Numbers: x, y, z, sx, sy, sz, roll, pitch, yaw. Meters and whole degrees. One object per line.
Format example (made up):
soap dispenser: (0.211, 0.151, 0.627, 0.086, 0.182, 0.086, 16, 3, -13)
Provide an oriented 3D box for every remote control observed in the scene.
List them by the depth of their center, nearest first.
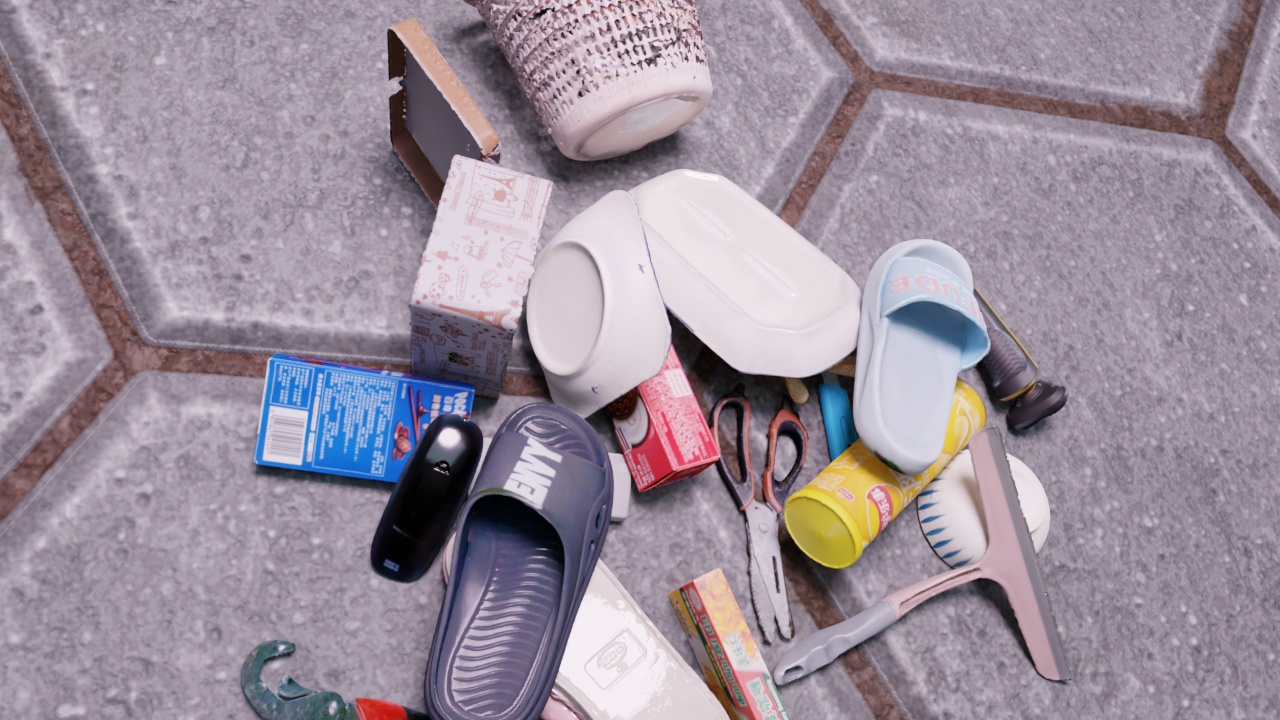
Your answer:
remote control: (-0.164, 0.107, 0.706, 0.053, 0.024, 0.136, 25, 88, -10)
remote control: (-0.075, 0.099, 0.760, 0.135, 0.019, 0.056, 7, 68, -11)

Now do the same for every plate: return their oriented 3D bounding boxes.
plate: (-0.049, -0.042, 0.745, 0.034, 0.165, 0.163, 1, 66, -40)
plate: (0.085, -0.092, 0.823, 0.161, 0.034, 0.265, -30, 61, -27)

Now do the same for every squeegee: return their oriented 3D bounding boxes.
squeegee: (0.218, 0.209, 0.770, 0.249, 0.040, 0.248, -23, 103, -9)

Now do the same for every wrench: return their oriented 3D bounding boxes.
wrench: (-0.161, 0.270, 0.674, 0.273, 0.016, 0.056, 20, 66, -5)

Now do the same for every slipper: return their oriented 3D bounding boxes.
slipper: (-0.082, 0.137, 0.665, 0.110, 0.083, 0.267, 13, 56, -1)
slipper: (-0.042, 0.222, 0.699, 0.274, 0.055, 0.114, 40, 61, 14)
slipper: (0.238, -0.017, 0.766, 0.104, 0.074, 0.244, 34, 53, -14)

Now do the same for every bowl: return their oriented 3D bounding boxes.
bowl: (0.315, 0.130, 0.818, 0.116, 0.066, 0.116, 5, 68, -12)

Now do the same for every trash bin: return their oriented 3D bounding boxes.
trash bin: (-0.035, -0.299, 0.836, 0.227, 0.228, 0.192, -20, 87, -20)

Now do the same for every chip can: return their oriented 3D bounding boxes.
chip can: (0.214, 0.089, 0.788, 0.212, 0.072, 0.072, -34, 80, -34)

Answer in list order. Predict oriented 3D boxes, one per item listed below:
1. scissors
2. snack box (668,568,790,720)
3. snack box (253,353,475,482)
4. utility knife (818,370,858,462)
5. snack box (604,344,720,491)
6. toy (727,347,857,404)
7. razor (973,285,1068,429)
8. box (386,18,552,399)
scissors: (0.117, 0.128, 0.798, 0.196, 0.015, 0.205, -39, 82, -24)
snack box: (0.074, 0.242, 0.709, 0.027, 0.077, 0.155, -20, 75, -20)
snack box: (-0.215, 0.049, 0.722, 0.157, 0.026, 0.084, 10, 97, -10)
utility knife: (0.182, 0.055, 0.843, 0.034, 0.018, 0.216, -3, 68, -14)
snack box: (-0.005, 0.005, 0.785, 0.058, 0.057, 0.207, -10, 70, -39)
toy: (0.159, -0.012, 0.828, 0.157, 0.066, 0.105, 6, 73, 4)
razor: (0.348, -0.014, 0.897, 0.067, 0.062, 0.167, -6, 61, -48)
box: (-0.144, -0.115, 0.741, 0.125, 0.179, 0.273, -9, 72, -17)
